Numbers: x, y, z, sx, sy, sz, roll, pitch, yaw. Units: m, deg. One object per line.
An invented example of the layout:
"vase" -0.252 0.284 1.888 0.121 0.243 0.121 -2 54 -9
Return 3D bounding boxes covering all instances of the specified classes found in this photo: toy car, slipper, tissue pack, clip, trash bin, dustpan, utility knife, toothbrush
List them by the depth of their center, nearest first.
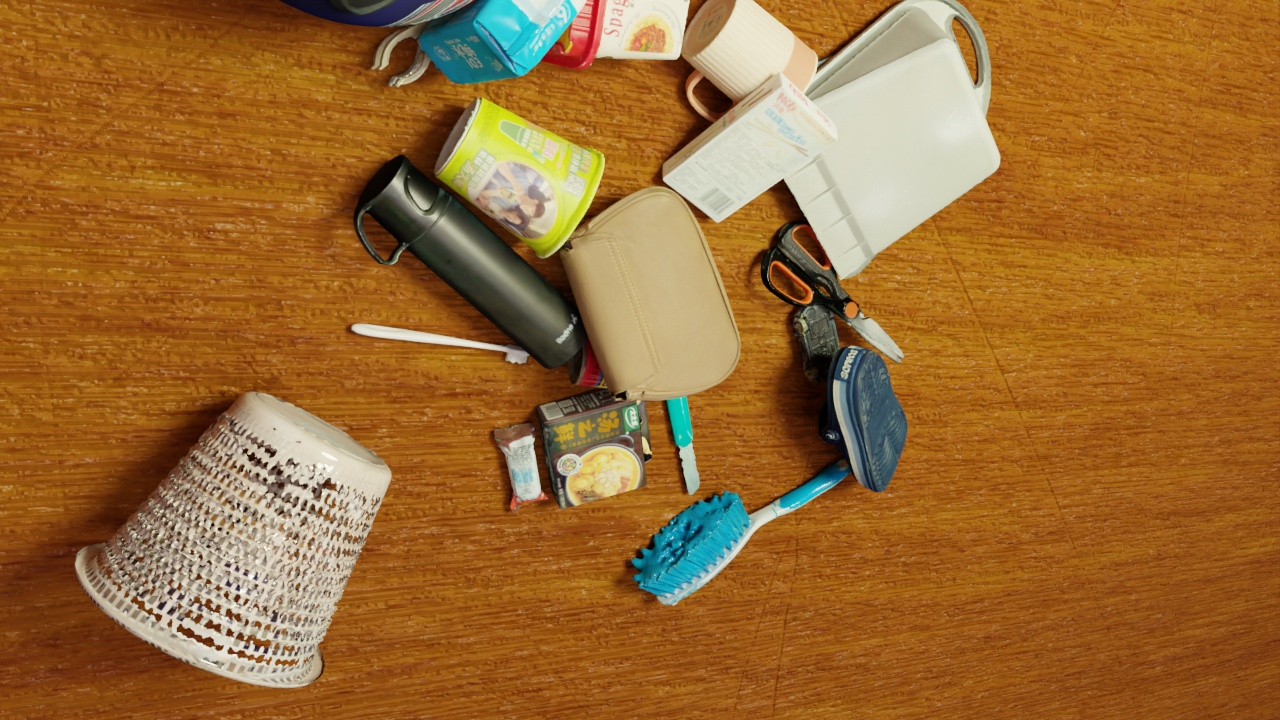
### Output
"tissue pack" -0.111 -0.269 0.731 0.063 0.140 0.090 46 72 -34
"clip" -0.186 -0.277 0.780 0.100 0.035 0.074 -48 122 -5
"trash bin" -0.332 0.143 0.808 0.227 0.228 0.192 35 82 -32
"toothbrush" -0.194 -0.017 0.903 0.180 0.016 0.016 9 114 -29
"dustpan" 0.275 -0.260 0.997 0.258 0.142 0.223 -28 123 16
"utility knife" 0.043 0.063 1.048 0.029 0.013 0.219 -21 117 -18
"toy car" 0.206 -0.024 1.073 0.048 0.031 0.106 -27 118 -21
"slipper" 0.253 0.072 1.093 0.105 0.095 0.253 -60 145 -21

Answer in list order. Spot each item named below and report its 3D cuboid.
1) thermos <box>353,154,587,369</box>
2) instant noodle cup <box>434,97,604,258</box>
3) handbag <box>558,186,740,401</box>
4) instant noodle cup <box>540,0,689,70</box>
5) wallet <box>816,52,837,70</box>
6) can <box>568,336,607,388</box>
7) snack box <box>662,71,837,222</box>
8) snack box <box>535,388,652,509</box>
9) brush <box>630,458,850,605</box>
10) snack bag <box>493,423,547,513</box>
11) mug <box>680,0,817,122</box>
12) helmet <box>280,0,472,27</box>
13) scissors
"thermos" -0.158 -0.079 0.859 0.242 0.068 0.090 41 79 -32
"instant noodle cup" -0.113 -0.170 0.823 0.123 0.111 0.112 29 98 -24
"handbag" 0.006 -0.059 0.905 0.147 0.100 0.204 -20 91 -25
"instant noodle cup" -0.029 -0.312 0.797 0.124 0.117 0.116 -5 114 -36
"wallet" 0.212 -0.277 0.973 0.120 0.019 0.097 -26 120 -15
"can" -0.006 0.006 0.968 0.132 0.053 0.053 6 109 -20
"snack box" 0.105 -0.204 0.900 0.084 0.026 0.157 32 132 -32
"snack box" -0.043 0.089 1.003 0.125 0.053 0.113 -14 117 -13
"brush" 0.132 0.192 1.128 0.314 0.060 0.109 -39 128 -7
"snack bag" -0.127 0.116 0.985 0.045 0.026 0.105 -12 116 -10
"mug" 0.093 -0.284 0.886 0.106 0.081 0.115 29 127 -30
"helmet" -0.159 -0.368 0.603 0.240 0.247 0.316 19 142 -41
"scissors" 0.218 -0.053 1.045 0.139 0.022 0.235 -37 108 -20
